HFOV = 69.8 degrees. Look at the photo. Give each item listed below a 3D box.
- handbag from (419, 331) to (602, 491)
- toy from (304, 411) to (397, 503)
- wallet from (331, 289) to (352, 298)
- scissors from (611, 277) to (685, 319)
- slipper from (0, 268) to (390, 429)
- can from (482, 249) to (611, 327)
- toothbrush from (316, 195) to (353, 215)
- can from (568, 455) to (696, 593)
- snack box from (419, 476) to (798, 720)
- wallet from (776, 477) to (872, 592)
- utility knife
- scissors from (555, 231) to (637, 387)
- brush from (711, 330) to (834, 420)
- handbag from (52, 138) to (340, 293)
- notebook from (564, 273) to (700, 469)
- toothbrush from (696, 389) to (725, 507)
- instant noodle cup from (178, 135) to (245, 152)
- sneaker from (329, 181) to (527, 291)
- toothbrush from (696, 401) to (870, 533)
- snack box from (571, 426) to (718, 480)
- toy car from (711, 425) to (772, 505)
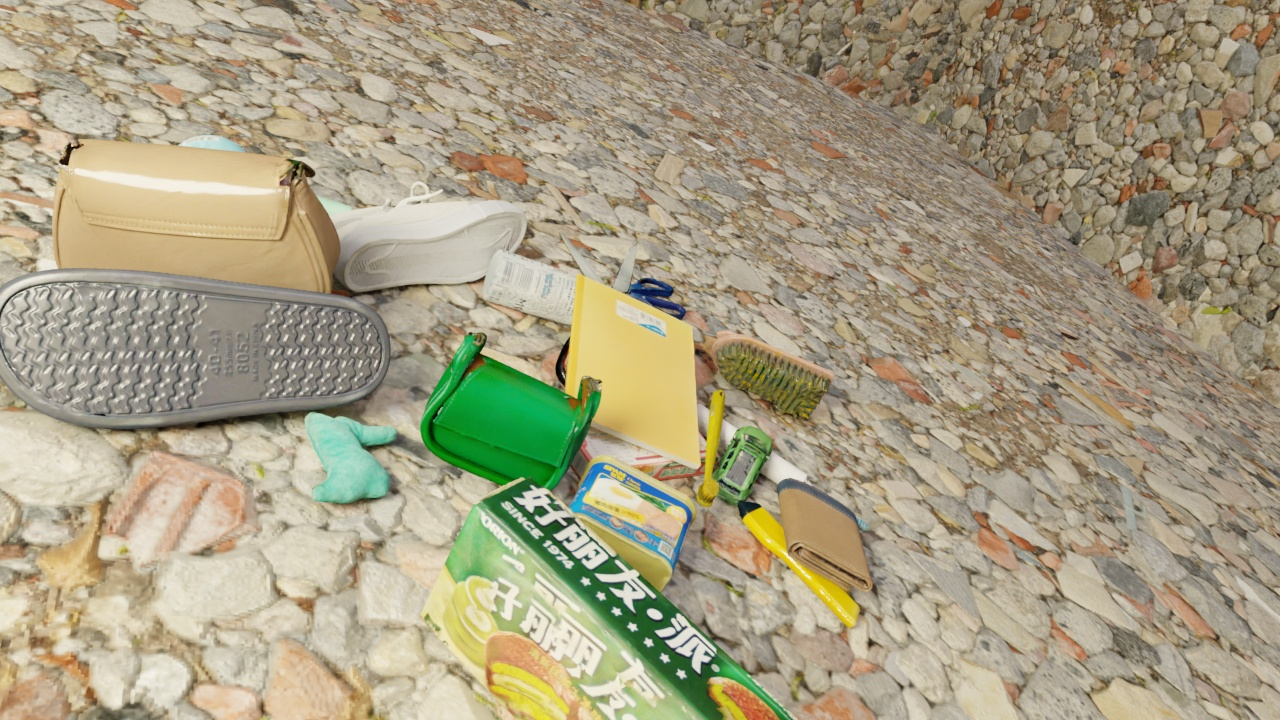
[{"bbox_3d":[-0.105,0.042,0.756,0.131,0.120,0.067,26,35,-8],"label":"handbag"},{"bbox_3d":[-0.221,0.071,0.703,0.096,0.030,0.092,2,40,-48],"label":"toy"},{"bbox_3d":[-0.290,-0.025,0.797,0.101,0.032,0.124,-2,40,-39],"label":"wallet"},{"bbox_3d":[-0.022,-0.091,1.153,0.171,0.012,0.140,26,31,-3],"label":"scissors"},{"bbox_3d":[-0.328,-0.008,0.687,0.267,0.110,0.083,1,2,-34],"label":"slipper"},{"bbox_3d":[-0.097,-0.073,1.010,0.146,0.058,0.058,17,31,-19],"label":"can"},{"bbox_3d":[-0.340,-0.161,0.975,0.224,0.026,0.027,16,9,-21],"label":"toothbrush"},{"bbox_3d":[-0.013,0.136,0.749,0.102,0.057,0.083,28,31,1],"label":"can"},{"bbox_3d":[-0.027,0.195,0.582,0.240,0.115,0.063,40,30,19],"label":"snack box"},{"bbox_3d":[0.172,0.164,0.865,0.090,0.033,0.115,30,20,-8],"label":"wallet"},{"bbox_3d":[0.144,0.185,0.846,0.033,0.015,0.154,-14,50,-45],"label":"utility knife"},{"bbox_3d":[-0.021,-0.039,0.982,0.221,0.022,0.233,41,48,-14],"label":"scissors"},{"bbox_3d":[0.151,0.010,1.087,0.145,0.063,0.072,24,33,-4],"label":"brush"},{"bbox_3d":[-0.347,-0.106,0.728,0.204,0.148,0.099,3,46,-12],"label":"handbag"},{"bbox_3d":[-0.005,0.005,0.912,0.145,0.010,0.205,24,38,-20],"label":"notebook"},{"bbox_3d":[0.072,0.079,0.897,0.015,0.017,0.189,27,29,-6],"label":"toothbrush"},{"bbox_3d":[-0.395,-0.151,0.845,0.111,0.111,0.120,10,25,-29],"label":"instant noodle cup"},{"bbox_3d":[-0.233,-0.134,0.972,0.091,0.090,0.241,39,37,28],"label":"sneaker"},{"bbox_3d":[0.141,0.113,0.949,0.221,0.026,0.026,34,-9,9],"label":"toothbrush"},{"bbox_3d":[-0.004,0.080,0.876,0.155,0.027,0.077,-1,40,-42],"label":"snack box"},{"bbox_3d":[0.102,0.101,0.909,0.043,0.036,0.091,29,49,5],"label":"toy car"}]
